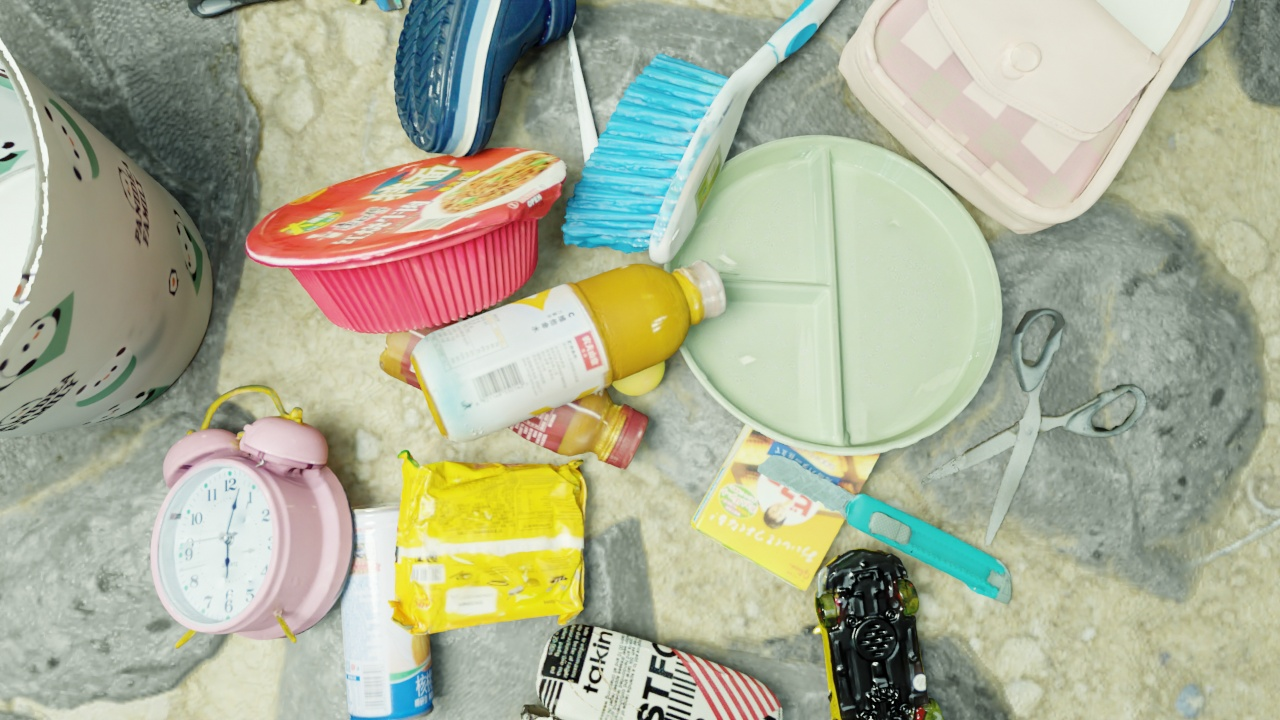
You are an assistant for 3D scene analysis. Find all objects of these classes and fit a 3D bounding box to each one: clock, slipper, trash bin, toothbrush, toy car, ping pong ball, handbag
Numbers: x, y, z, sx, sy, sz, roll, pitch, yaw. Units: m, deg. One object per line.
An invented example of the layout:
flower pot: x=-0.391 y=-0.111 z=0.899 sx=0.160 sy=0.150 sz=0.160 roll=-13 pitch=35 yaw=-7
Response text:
clock: x=-0.241 y=0.093 z=0.564 sx=0.117 sy=0.059 sz=0.158 roll=-10 pitch=75 yaw=22
slipper: x=-0.090 y=-0.252 z=0.609 sx=0.095 sy=0.105 sz=0.253 roll=16 pitch=91 yaw=-31
trash bin: x=-0.365 y=-0.055 z=0.487 sx=0.229 sy=0.252 sz=0.229 roll=0 pitch=86 yaw=-4
toothbrush: x=-0.039 y=-0.170 z=0.644 sx=0.016 sy=0.016 sz=0.180 roll=-11 pitch=89 yaw=-8
toy car: x=0.157 y=0.201 z=0.618 sx=0.071 sy=0.041 sz=0.156 roll=-10 pitch=91 yaw=-6
ping pong ball: x=-0.004 y=0.004 z=0.620 sx=0.040 sy=0.040 sz=0.040 roll=0 pitch=86 yaw=-5
handbag: x=0.269 y=-0.220 z=0.598 sx=0.193 sy=0.093 sz=0.234 roll=41 pitch=105 yaw=-3

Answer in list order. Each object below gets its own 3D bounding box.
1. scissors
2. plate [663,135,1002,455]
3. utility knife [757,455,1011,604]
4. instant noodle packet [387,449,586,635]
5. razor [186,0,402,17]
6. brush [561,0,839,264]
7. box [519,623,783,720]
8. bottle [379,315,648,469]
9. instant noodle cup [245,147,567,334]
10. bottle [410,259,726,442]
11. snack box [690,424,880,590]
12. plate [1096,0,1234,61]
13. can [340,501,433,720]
scissors: x=0.282 y=0.047 z=0.657 sx=0.159 sy=0.014 sz=0.181 roll=6 pitch=88 yaw=-2
plate: x=0.128 y=-0.046 z=0.620 sx=0.230 sy=0.027 sz=0.230 roll=1 pitch=73 yaw=-4
utility knife: x=0.171 y=0.114 z=0.617 sx=0.222 sy=0.013 sz=0.029 roll=27 pitch=82 yaw=-16
instant noodle packet: x=-0.096 y=0.114 z=0.583 sx=0.128 sy=0.044 sz=0.110 roll=6 pitch=79 yaw=-32
razor: x=-0.238 y=-0.254 z=0.630 sx=0.142 sy=0.022 sz=0.043 roll=-10 pitch=130 yaw=-2
brush: x=0.059 y=-0.192 z=0.629 sx=0.109 sy=0.060 sz=0.313 roll=18 pitch=67 yaw=18
box: x=0.005 y=0.235 z=0.594 sx=0.162 sy=0.088 sz=0.076 roll=19 pitch=45 yaw=-6
bottle: x=-0.080 y=0.018 z=0.604 sx=0.175 sy=0.057 sz=0.057 roll=26 pitch=84 yaw=-3
instant noodle cup: x=-0.134 y=-0.072 z=0.562 sx=0.193 sy=0.193 sz=0.066 roll=-15 pitch=116 yaw=-6
bottle: x=-0.039 y=-0.012 z=0.551 sx=0.189 sy=0.068 sz=0.068 roll=-22 pitch=88 yaw=-14
snack box: x=0.106 y=0.074 z=0.629 sx=0.087 sy=0.034 sz=0.140 roll=31 pitch=86 yaw=-2
plate: x=0.329 y=-0.295 z=0.669 sx=0.205 sy=0.045 sz=0.204 roll=0 pitch=85 yaw=-6
can: x=-0.164 y=0.160 z=0.588 sx=0.053 sy=0.053 sz=0.134 roll=-5 pitch=86 yaw=-5
